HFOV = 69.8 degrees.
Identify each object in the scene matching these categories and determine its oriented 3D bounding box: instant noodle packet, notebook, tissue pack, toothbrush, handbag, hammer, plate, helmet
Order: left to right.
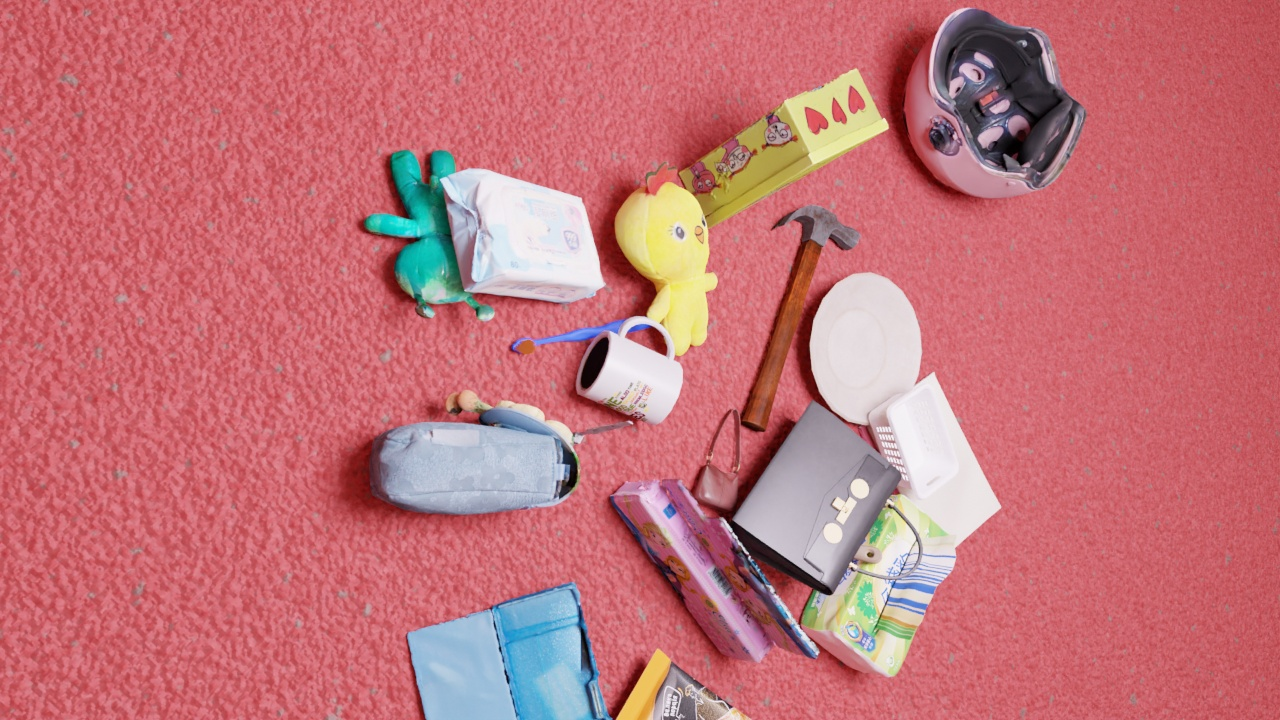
[{"bbox_3d":[-0.158,0.088,0.875,0.191,0.122,0.118,6,80,-21],"label":"handbag"},{"bbox_3d":[-0.116,-0.121,0.915,0.181,0.070,0.112,4,71,-55],"label":"tissue pack"},{"bbox_3d":[-0.054,-0.029,0.999,0.182,0.018,0.016,-12,112,-28],"label":"toothbrush"},{"bbox_3d":[-0.043,0.072,0.897,0.010,0.182,0.010,31,72,-14],"label":"toothbrush"},{"bbox_3d":[0.057,0.431,0.960,0.220,0.032,0.159,40,69,-16],"label":"instant noodle packet"},{"bbox_3d":[0.095,0.111,1.053,0.055,0.029,0.119,24,67,-24],"label":"handbag"},{"bbox_3d":[0.181,-0.055,1.118,0.111,0.028,0.300,28,71,-22],"label":"hammer"},{"bbox_3d":[0.225,0.176,1.033,0.196,0.072,0.175,33,66,11],"label":"handbag"},{"bbox_3d":[0.277,-0.014,1.151,0.188,0.027,0.188,0,91,-31],"label":"plate"},{"bbox_3d":[0.295,0.259,1.062,0.120,0.142,0.197,34,69,-19],"label":"tissue pack"},{"bbox_3d":[0.380,0.141,1.198,0.152,0.012,0.209,-30,96,-26],"label":"notebook"},{"bbox_3d":[0.451,-0.334,1.227,0.255,0.153,0.229,42,69,-14],"label":"helmet"}]

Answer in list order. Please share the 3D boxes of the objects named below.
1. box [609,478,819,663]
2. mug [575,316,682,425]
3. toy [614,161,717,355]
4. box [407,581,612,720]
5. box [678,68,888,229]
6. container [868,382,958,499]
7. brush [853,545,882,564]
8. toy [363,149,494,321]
[{"bbox_3d":[0.074,0.219,0.946,0.035,0.160,0.230,-40,100,-28],"label":"box"},{"bbox_3d":[-0.006,0.006,0.979,0.089,0.073,0.105,24,98,-22],"label":"mug"},{"bbox_3d":[0.032,-0.110,1.017,0.133,0.092,0.207,-32,106,-55],"label":"toy"},{"bbox_3d":[-0.116,0.350,0.890,0.174,0.033,0.231,-12,81,-12],"label":"box"},{"bbox_3d":[0.152,-0.230,1.022,0.124,0.221,0.081,-31,97,-30],"label":"box"},{"bbox_3d":[0.336,0.099,1.139,0.080,0.050,0.129,-29,104,-27],"label":"container"},{"bbox_3d":[0.200,0.208,1.050,0.151,0.012,0.038,12,65,13],"label":"brush"},{"bbox_3d":[-0.204,-0.125,0.913,0.130,0.073,0.193,-6,76,-27],"label":"toy"}]
